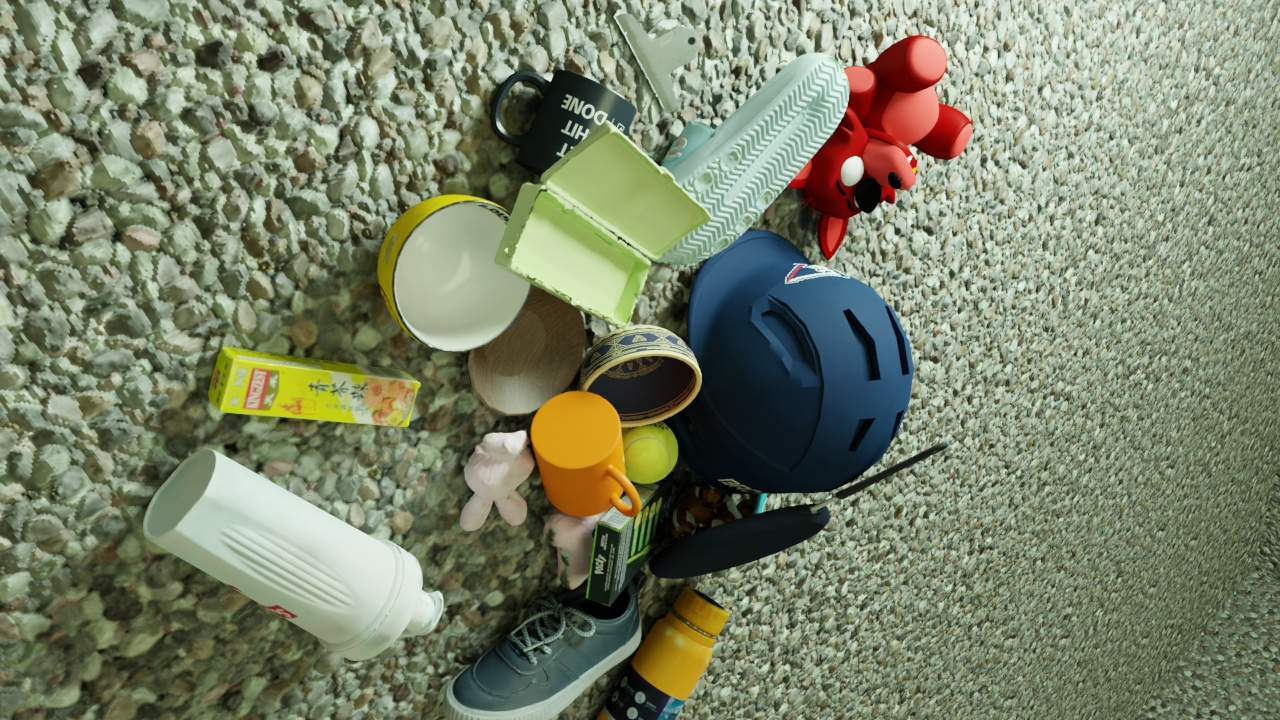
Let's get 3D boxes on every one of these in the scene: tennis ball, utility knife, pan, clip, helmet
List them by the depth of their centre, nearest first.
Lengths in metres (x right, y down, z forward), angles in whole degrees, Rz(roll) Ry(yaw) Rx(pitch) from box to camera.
[{"bbox_3d":[0.023,-0.264,0.779,0.054,0.040,0.101,-39,133,-4],"label":"clip"},{"bbox_3d":[0.004,0.088,0.903,0.065,0.065,0.065,-18,121,-34],"label":"tennis ball"},{"bbox_3d":[0.154,-0.003,0.916,0.231,0.224,0.272,-7,78,-39],"label":"helmet"},{"bbox_3d":[0.157,0.159,0.919,0.198,0.021,0.358,6,148,-44],"label":"pan"},{"bbox_3d":[0.147,0.153,1.093,0.022,0.015,0.124,-32,134,-59],"label":"utility knife"}]

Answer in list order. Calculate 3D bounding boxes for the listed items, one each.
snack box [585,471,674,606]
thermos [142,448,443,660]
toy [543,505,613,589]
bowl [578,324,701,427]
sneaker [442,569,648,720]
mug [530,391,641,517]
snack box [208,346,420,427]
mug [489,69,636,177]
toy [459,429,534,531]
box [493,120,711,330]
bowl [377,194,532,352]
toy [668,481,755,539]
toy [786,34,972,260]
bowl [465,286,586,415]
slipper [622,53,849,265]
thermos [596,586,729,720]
[{"bbox_3d":[-0.008,0.170,0.911,0.147,0.025,0.080,-34,136,-64],"label":"snack box"},{"bbox_3d":[-0.258,0.152,0.697,0.099,0.099,0.220,-51,128,-10],"label":"thermos"},{"bbox_3d":[-0.053,0.166,0.902,0.095,0.053,0.099,-44,139,-34],"label":"toy"},{"bbox_3d":[-0.005,0.005,0.849,0.112,0.061,0.113,-9,143,-7],"label":"bowl"},{"bbox_3d":[-0.086,0.277,0.902,0.234,0.089,0.087,-21,126,-39],"label":"sneaker"},{"bbox_3d":[-0.042,0.095,0.815,0.077,0.112,0.096,-40,153,-22],"label":"mug"},{"bbox_3d":[-0.240,0.022,0.686,0.147,0.029,0.040,10,102,-43],"label":"snack box"},{"bbox_3d":[-0.065,-0.184,0.720,0.105,0.071,0.077,24,94,-18],"label":"mug"},{"bbox_3d":[-0.127,0.104,0.812,0.063,0.047,0.110,-6,123,-31],"label":"toy"},{"bbox_3d":[-0.027,-0.103,0.730,0.141,0.047,0.187,-50,152,10],"label":"box"},{"bbox_3d":[-0.147,-0.071,0.696,0.117,0.068,0.117,-18,121,-34],"label":"bowl"},{"bbox_3d":[0.082,0.172,1.011,0.112,0.067,0.087,37,99,-31],"label":"toy"},{"bbox_3d":[0.232,-0.215,0.929,0.197,0.120,0.158,-48,136,-2],"label":"toy"},{"bbox_3d":[-0.103,-0.012,0.788,0.117,0.030,0.118,-18,121,-34],"label":"bowl"},{"bbox_3d":[0.083,-0.183,0.834,0.245,0.074,0.104,-43,137,6],"label":"slipper"},{"bbox_3d":[0.014,0.370,1.047,0.076,0.091,0.232,32,87,-13],"label":"thermos"}]
